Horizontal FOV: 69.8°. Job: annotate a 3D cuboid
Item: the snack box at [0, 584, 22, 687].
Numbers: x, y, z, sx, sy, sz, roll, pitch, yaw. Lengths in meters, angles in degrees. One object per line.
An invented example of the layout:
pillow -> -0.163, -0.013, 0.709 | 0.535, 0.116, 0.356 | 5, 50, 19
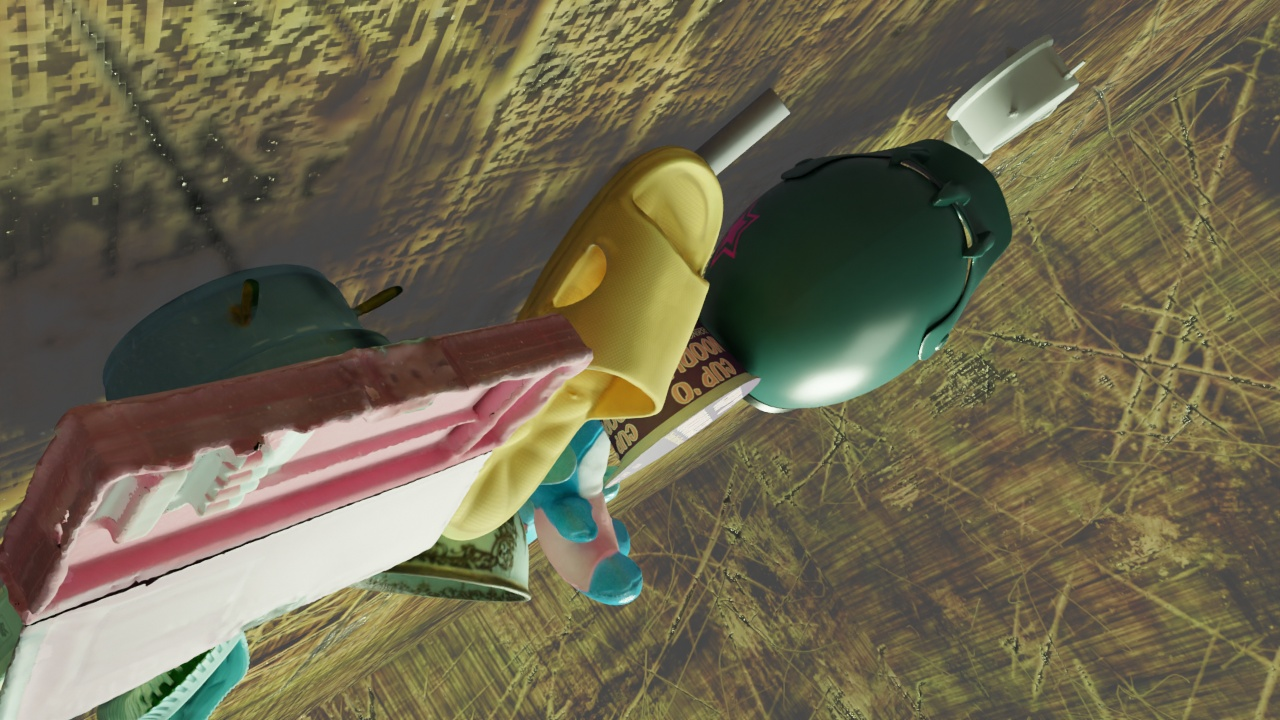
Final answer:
snack box -> -0.349, 0.173, 0.565 | 0.194, 0.044, 0.141 | -40, 170, 25

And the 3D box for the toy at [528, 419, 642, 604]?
toy -> -0.057, 0.095, 0.751 | 0.099, 0.191, 0.224 | -22, -172, 6

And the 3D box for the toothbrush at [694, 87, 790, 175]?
toothbrush -> 0.010, -0.096, 0.559 | 0.188, 0.019, 0.018 | -38, 152, 16

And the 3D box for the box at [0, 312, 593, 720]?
box -> -0.139, 0.058, 0.387 | 0.180, 0.040, 0.232 | -49, 163, 29

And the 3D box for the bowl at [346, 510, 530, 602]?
bowl -> -0.151, 0.116, 0.656 | 0.160, 0.093, 0.160 | 5, 160, 2

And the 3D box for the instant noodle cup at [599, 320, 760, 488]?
instant noodle cup -> -0.004, 0.004, 0.671 | 0.137, 0.122, 0.122 | -36, 169, 2

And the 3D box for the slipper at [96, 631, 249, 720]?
slipper -> -0.332, 0.235, 0.674 | 0.277, 0.069, 0.115 | -29, -157, 53

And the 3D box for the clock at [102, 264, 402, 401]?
clock -> -0.177, 0.023, 0.396 | 0.162, 0.060, 0.118 | -38, 169, 17

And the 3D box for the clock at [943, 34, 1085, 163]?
clock -> 0.339, -0.239, 0.853 | 0.120, 0.061, 0.159 | -35, 174, 2

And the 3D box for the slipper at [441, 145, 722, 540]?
slipper -> -0.026, 0.004, 0.527 | 0.263, 0.078, 0.099 | -52, 146, 3

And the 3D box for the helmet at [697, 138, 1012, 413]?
helmet -> 0.177, -0.078, 0.732 | 0.273, 0.176, 0.201 | -29, 171, -46

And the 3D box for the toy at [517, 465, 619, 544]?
toy -> -0.112, 0.140, 0.989 | 0.181, 0.115, 0.183 | -19, -165, 10
